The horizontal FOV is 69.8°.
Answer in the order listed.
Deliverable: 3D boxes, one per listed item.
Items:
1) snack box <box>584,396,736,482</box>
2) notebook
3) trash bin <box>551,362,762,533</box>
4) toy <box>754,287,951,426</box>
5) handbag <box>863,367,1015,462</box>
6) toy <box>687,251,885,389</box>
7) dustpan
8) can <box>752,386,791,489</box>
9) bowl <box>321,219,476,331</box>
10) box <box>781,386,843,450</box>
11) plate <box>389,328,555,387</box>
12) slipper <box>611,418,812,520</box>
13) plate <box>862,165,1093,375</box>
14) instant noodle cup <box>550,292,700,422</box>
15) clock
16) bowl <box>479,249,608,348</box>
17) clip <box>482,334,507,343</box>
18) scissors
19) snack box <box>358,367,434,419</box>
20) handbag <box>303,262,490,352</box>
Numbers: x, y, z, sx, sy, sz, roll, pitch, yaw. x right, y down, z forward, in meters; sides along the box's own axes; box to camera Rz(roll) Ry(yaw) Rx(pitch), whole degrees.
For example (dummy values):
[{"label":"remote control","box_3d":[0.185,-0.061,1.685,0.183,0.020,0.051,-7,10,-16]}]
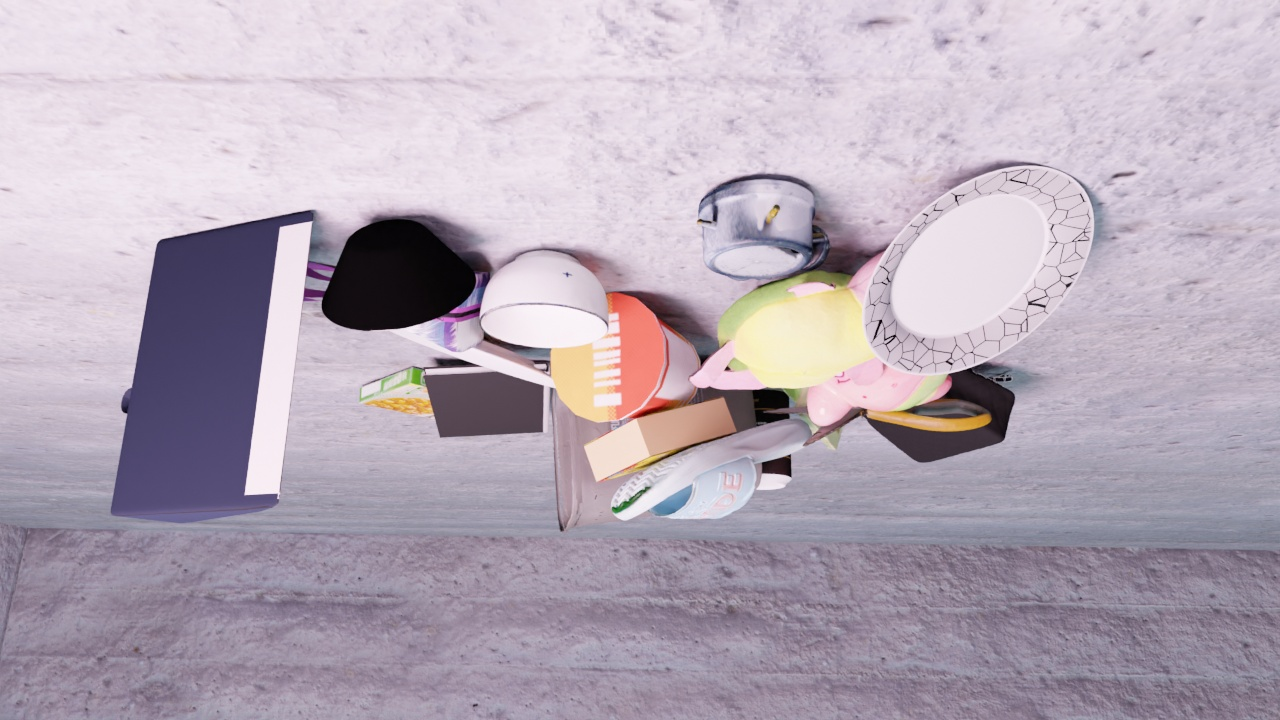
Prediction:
[{"label":"snack box","box_3d":[0.021,0.080,0.938,0.125,0.040,0.088,-10,165,-43]},{"label":"notebook","box_3d":[-0.191,0.054,1.177,0.149,0.016,0.207,-2,155,-7]},{"label":"trash bin","box_3d":[0.013,0.096,1.101,0.220,0.197,0.198,-2,162,-11]},{"label":"toy","box_3d":[0.208,-0.018,0.868,0.236,0.096,0.193,17,127,-10]},{"label":"handbag","box_3d":[0.357,0.043,1.105,0.125,0.114,0.154,30,159,-11]},{"label":"toy","box_3d":[0.152,-0.030,0.778,0.239,0.087,0.190,-26,141,20]},{"label":"dustpan","box_3d":[-0.371,0.017,0.778,0.274,0.236,0.080,-6,162,22]},{"label":"can","box_3d":[0.155,0.097,1.171,0.072,0.128,0.072,1,163,0]},{"label":"bowl","box_3d":[-0.196,-0.078,0.728,0.124,0.123,0.053,-1,124,6]},{"label":"box","box_3d":[0.192,0.035,1.096,0.083,0.091,0.188,19,169,28]},{"label":"plate","box_3d":[-0.172,-0.010,0.966,0.208,0.015,0.209,18,173,2]},{"label":"slipper","box_3d":[0.085,0.118,0.933,0.244,0.074,0.104,-15,167,-34]},{"label":"plate","box_3d":[0.253,-0.066,0.699,0.188,0.016,0.189,-10,132,-12]},{"label":"instant noodle cup","box_3d":[-0.005,0.005,0.929,0.124,0.123,0.121,-8,168,27]},{"label":"clock","box_3d":[0.094,-0.094,0.704,0.090,0.052,0.129,-7,165,24]},{"label":"bowl","box_3d":[-0.084,-0.057,0.810,0.113,0.063,0.113,1,162,0]},{"label":"clip","box_3d":[-0.161,-0.030,0.969,0.045,0.024,0.062,1,166,2]},{"label":"scissors","box_3d":[0.249,0.046,0.947,0.225,0.016,0.224,14,-148,37]},{"label":"snack box","box_3d":[-0.268,0.051,1.223,0.167,0.027,0.132,17,155,-42]},{"label":"handbag","box_3d":[-0.226,-0.057,0.811,0.170,0.068,0.144,10,-171,4]}]
